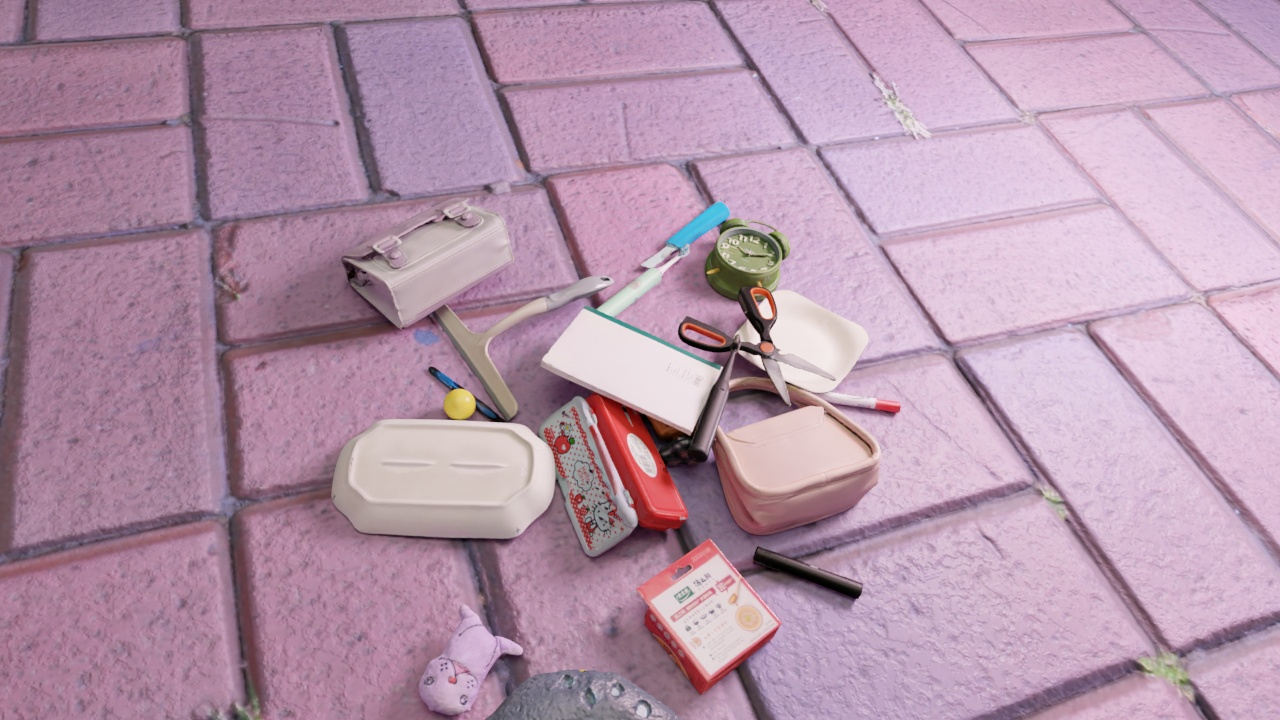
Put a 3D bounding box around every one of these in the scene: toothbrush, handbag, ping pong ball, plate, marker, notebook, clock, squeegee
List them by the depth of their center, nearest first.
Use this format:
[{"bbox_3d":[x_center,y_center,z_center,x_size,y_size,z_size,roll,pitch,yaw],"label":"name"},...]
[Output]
[{"bbox_3d":[0.198,0.253,1.090,0.132,0.020,0.022,19,67,7],"label":"marker"},{"bbox_3d":[-0.235,0.132,1.099,0.265,0.034,0.161,3,53,-2],"label":"plate"},{"bbox_3d":[-0.230,0.056,1.168,0.040,0.040,0.040,5,50,-6],"label":"ping pong ball"},{"bbox_3d":[0.101,0.042,1.175,0.026,0.027,0.212,10,48,15],"label":"toothbrush"},{"bbox_3d":[0.173,0.100,1.183,0.193,0.094,0.234,-15,47,-20],"label":"handbag"},{"bbox_3d":[-0.208,0.060,1.190,0.189,0.016,0.014,34,62,21],"label":"toothbrush"},{"bbox_3d":[-0.007,0.007,1.197,0.209,0.012,0.150,24,38,6],"label":"notebook"},{"bbox_3d":[-0.140,-0.068,1.266,0.246,0.039,0.246,-28,59,-20],"label":"squeegee"},{"bbox_3d":[0.287,0.054,1.270,0.145,0.017,0.017,9,50,-2],"label":"marker"},{"bbox_3d":[-0.298,-0.148,1.282,0.196,0.098,0.145,-35,44,-30],"label":"handbag"},{"bbox_3d":[0.226,-0.021,1.307,0.164,0.034,0.163,30,53,19],"label":"plate"},{"bbox_3d":[0.003,-0.111,1.353,0.026,0.027,0.223,33,53,24],"label":"toothbrush"},{"bbox_3d":[0.165,-0.161,1.402,0.116,0.056,0.160,21,50,7],"label":"clock"}]

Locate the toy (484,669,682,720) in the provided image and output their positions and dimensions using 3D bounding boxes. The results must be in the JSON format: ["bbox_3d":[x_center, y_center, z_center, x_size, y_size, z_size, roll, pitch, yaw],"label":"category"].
[{"bbox_3d":[-0.063,0.378,0.908,0.356,0.091,0.137,3,78,-5],"label":"toy"}]

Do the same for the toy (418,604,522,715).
[{"bbox_3d":[-0.184,0.321,0.959,0.084,0.039,0.107,32,51,6],"label":"toy"}]

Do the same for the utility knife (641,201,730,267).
[{"bbox_3d":[0.072,-0.195,1.439,0.034,0.018,0.208,37,53,20],"label":"utility knife"}]

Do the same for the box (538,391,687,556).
[{"bbox_3d":[-0.040,0.139,1.134,0.112,0.100,0.201,15,37,-44],"label":"box"}]

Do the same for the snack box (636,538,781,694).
[{"bbox_3d":[0.073,0.284,1.027,0.113,0.044,0.127,-28,61,-27],"label":"snack box"}]

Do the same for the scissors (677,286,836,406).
[{"bbox_3d":[0.156,-0.023,1.263,0.231,0.022,0.220,5,48,4],"label":"scissors"}]

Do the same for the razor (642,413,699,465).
[{"bbox_3d":[0.022,0.071,1.196,0.067,0.062,0.167,-39,55,1],"label":"razor"}]
